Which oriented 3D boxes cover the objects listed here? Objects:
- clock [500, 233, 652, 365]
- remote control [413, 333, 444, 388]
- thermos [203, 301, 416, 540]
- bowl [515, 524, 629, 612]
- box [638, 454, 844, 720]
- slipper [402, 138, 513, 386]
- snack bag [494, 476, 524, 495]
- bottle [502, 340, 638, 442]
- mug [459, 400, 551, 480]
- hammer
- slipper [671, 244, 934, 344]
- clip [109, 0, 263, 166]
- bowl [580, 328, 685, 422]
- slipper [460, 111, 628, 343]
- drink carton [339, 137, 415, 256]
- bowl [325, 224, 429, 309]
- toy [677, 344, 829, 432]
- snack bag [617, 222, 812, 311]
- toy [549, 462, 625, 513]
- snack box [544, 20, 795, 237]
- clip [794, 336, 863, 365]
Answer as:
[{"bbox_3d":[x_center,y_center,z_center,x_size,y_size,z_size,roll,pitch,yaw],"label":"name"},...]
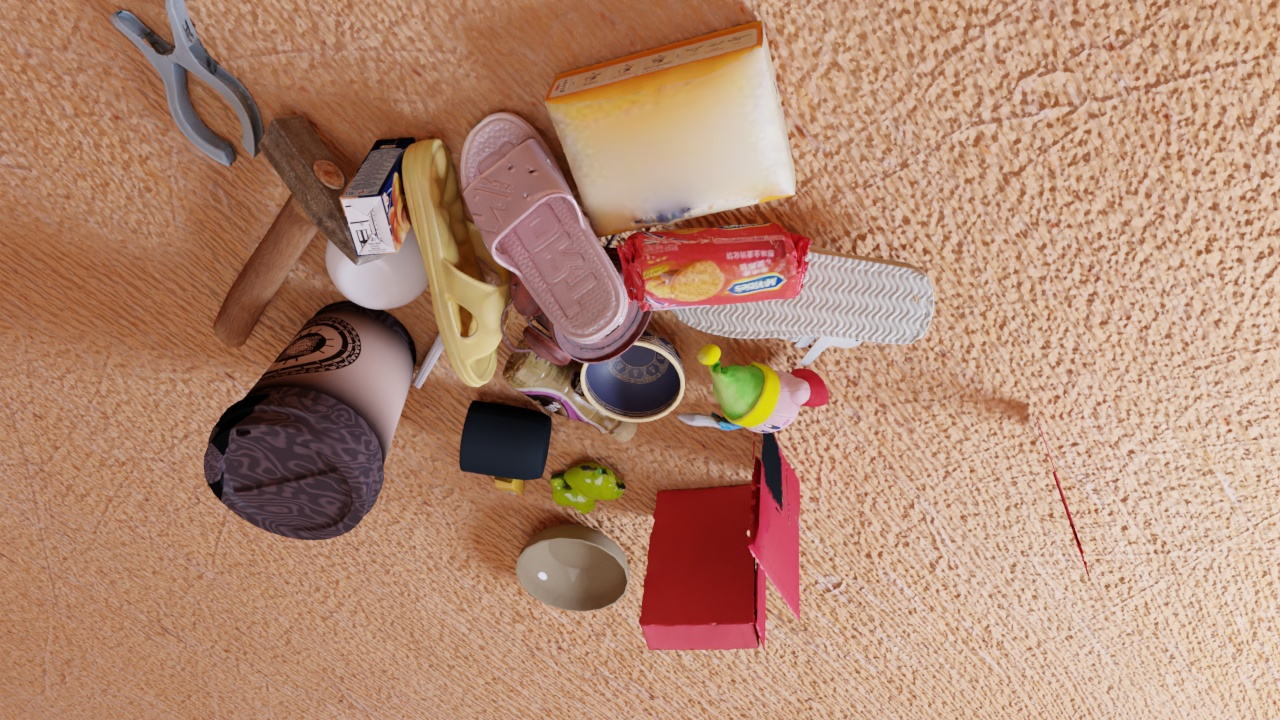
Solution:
[{"bbox_3d":[-0.066,-0.058,0.915,0.157,0.072,0.121,-30,129,-21],"label":"clock"},{"bbox_3d":[-0.225,-0.020,1.031,0.012,0.033,0.131,30,126,-10],"label":"remote control"},{"bbox_3d":[-0.334,0.052,0.979,0.173,0.225,0.173,4,128,4],"label":"thermos"},{"bbox_3d":[-0.088,0.270,1.232,0.152,0.050,0.153,4,129,4],"label":"bowl"},{"bbox_3d":[0.130,0.316,1.143,0.198,0.216,0.352,-8,128,15],"label":"box"},{"bbox_3d":[-0.167,-0.096,0.925,0.078,0.099,0.264,-5,123,9],"label":"slipper"},{"bbox_3d":[-0.163,0.154,1.144,0.026,0.020,0.099,6,166,4],"label":"snack bag"},{"bbox_3d":[-0.075,0.040,1.043,0.166,0.059,0.060,34,124,-21],"label":"bottle"},{"bbox_3d":[-0.158,0.103,1.097,0.094,0.085,0.122,9,157,0],"label":"mug"},{"bbox_3d":[-0.381,-0.098,0.961,0.302,0.037,0.158,-38,87,39],"label":"hammer"},{"bbox_3d":[0.158,-0.067,0.922,0.263,0.052,0.115,6,114,19],"label":"slipper"},{"bbox_3d":[-0.437,-0.259,0.873,0.112,0.028,0.163,-12,125,14],"label":"clip"},{"bbox_3d":[-0.006,0.006,1.005,0.112,0.061,0.113,4,129,4],"label":"bowl"},{"bbox_3d":[-0.097,-0.123,0.832,0.094,0.064,0.239,-34,79,10],"label":"slipper"},{"bbox_3d":[-0.239,-0.157,0.863,0.040,0.129,0.064,-2,126,4],"label":"drink carton"},{"bbox_3d":[-0.280,-0.097,0.966,0.115,0.050,0.115,4,129,5],"label":"bowl"},{"bbox_3d":[0.114,0.032,0.982,0.131,0.096,0.124,-2,165,-37],"label":"toy"},{"bbox_3d":[0.068,-0.088,0.858,0.176,0.082,0.082,-4,128,1],"label":"snack bag"},{"bbox_3d":[-0.068,0.159,1.152,0.094,0.036,0.094,19,133,1],"label":"toy"},{"bbox_3d":[0.031,-0.199,0.825,0.195,0.080,0.145,-10,127,15],"label":"snack box"},{"bbox_3d":[0.209,-0.031,0.965,0.056,0.056,0.102,39,128,8],"label":"clip"}]
